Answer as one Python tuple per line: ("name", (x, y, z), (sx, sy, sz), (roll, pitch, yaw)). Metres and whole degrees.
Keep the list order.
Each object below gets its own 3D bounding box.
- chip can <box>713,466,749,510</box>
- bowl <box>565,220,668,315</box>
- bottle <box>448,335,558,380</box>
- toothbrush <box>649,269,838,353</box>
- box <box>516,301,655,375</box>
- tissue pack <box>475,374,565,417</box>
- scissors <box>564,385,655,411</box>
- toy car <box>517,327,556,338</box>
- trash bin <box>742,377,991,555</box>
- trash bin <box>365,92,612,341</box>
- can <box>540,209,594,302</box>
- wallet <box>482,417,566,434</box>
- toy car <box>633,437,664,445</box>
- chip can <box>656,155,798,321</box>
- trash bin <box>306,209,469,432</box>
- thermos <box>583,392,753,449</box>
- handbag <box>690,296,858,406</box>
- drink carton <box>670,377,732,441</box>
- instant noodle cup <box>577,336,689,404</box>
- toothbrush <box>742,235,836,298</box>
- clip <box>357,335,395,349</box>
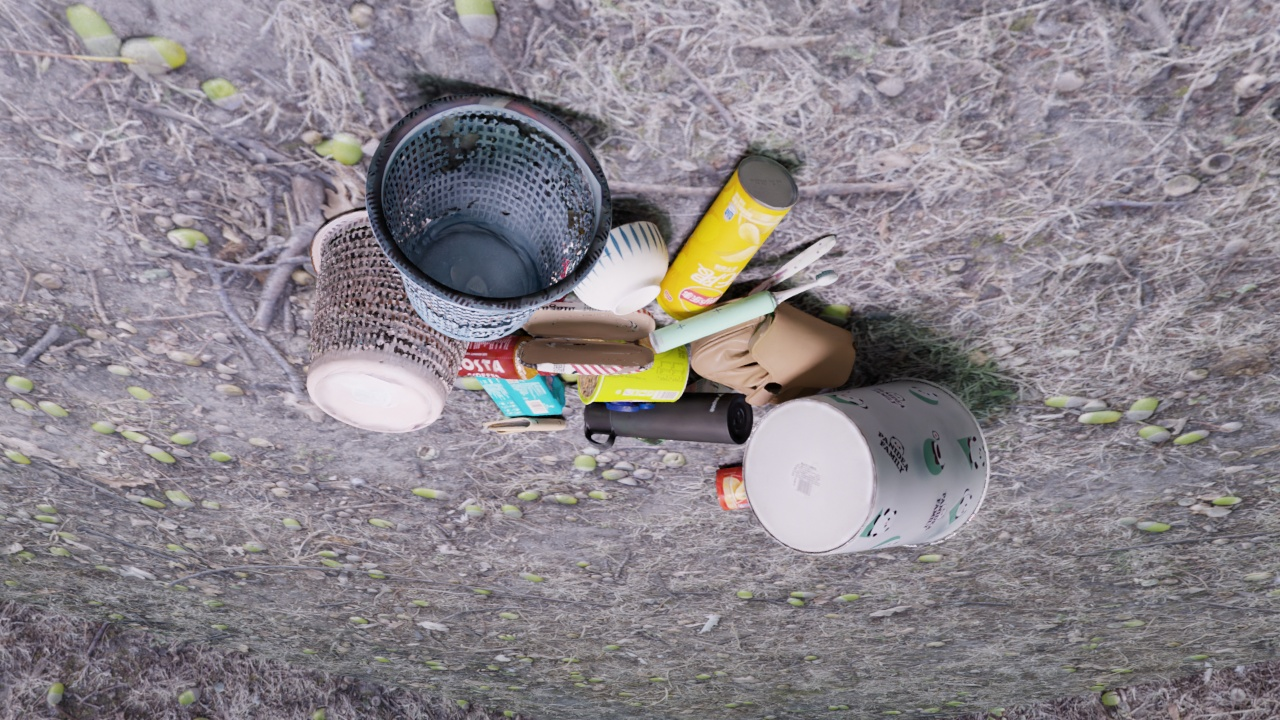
("chip can", (0.228, 0.193, 1.460), (0.217, 0.073, 0.073), (-12, 143, 23))
("bowl", (-0.018, -0.093, 1.014), (0.116, 0.066, 0.116), (-26, 163, -9))
("bottle", (-0.185, -0.005, 1.186), (0.175, 0.057, 0.057), (3, 149, 25))
("toothbrush", (0.117, -0.058, 1.038), (0.224, 0.027, 0.026), (-20, 128, 2))
("box", (-0.064, -0.034, 1.074), (0.162, 0.076, 0.088), (1, 114, 1))
("tissue pack", (-0.166, 0.028, 1.272), (0.093, 0.050, 0.133), (-5, 145, 17))
("scissors", (-0.042, 0.048, 1.265), (0.108, 0.012, 0.175), (-3, -169, -17))
("toy car", (-0.137, -0.053, 1.164), (0.049, 0.031, 0.106), (2, 159, 12))
("trash bin", (0.275, 0.134, 1.150), (0.230, 0.229, 0.251), (-28, 160, 39))
("trash bin", (-0.160, -0.121, 0.930), (0.226, 0.226, 0.195), (12, 159, -12))
("can", (-0.091, -0.113, 1.049), (0.053, 0.053, 0.133), (16, 145, -18))
("wallet", (-0.174, 0.097, 1.361), (0.087, 0.024, 0.115), (-2, 176, 21))
("toy car", (0.000, 0.097, 1.374), (0.091, 0.036, 0.043), (26, 142, -23))
("chip can", (0.089, -0.125, 0.996), (0.072, 0.072, 0.214), (16, 145, -17))
("trash bin", (-0.291, -0.032, 1.070), (0.227, 0.191, 0.228), (3, 146, 2))
("thermos", (0.030, 0.086, 1.252), (0.243, 0.089, 0.068), (-2, 143, 37))
("handbag", (0.163, -0.006, 1.141), (0.204, 0.099, 0.148), (20, 143, -33))
("drink carton", (0.070, 0.068, 1.311), (0.053, 0.045, 0.123), (33, 137, -29))
("instant noodle cup", (-0.007, 0.007, 1.184), (0.123, 0.111, 0.112), (7, 147, -21))
("toothbrush", (0.145, -0.086, 1.054), (0.188, 0.017, 0.016), (-35, 92, 17))
("clip", (-0.361, -0.020, 1.254), (0.056, 0.013, 0.039), (23, 141, -29))
